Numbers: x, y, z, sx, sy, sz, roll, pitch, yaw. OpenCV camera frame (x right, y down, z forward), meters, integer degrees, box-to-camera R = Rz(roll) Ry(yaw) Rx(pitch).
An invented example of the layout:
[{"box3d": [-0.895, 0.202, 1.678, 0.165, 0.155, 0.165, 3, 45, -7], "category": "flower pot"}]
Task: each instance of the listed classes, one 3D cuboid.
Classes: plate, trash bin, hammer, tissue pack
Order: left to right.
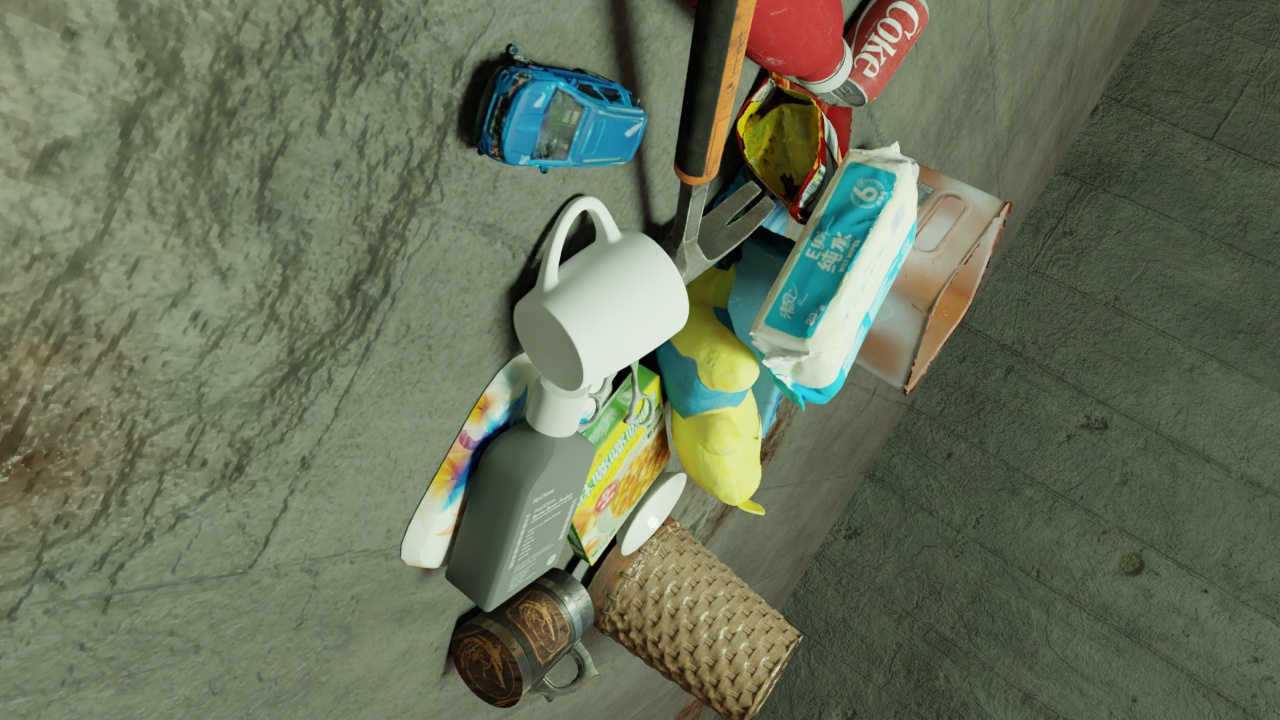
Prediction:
[{"box3d": [-0.091, 0.079, 0.699, 0.187, 0.016, 0.186, -60, 158, 6], "category": "plate"}, {"box3d": [-0.040, 0.222, 1.012, 0.178, 0.012, 0.179, -45, 156, -28], "category": "plate"}, {"box3d": [0.005, 0.151, 0.943, 0.104, 0.026, 0.104, -46, 159, -24], "category": "plate"}, {"box3d": [0.063, 0.282, 1.007, 0.151, 0.210, 0.151, -46, 156, -28], "category": "trash bin"}, {"box3d": [0.047, -0.139, 0.562, 0.137, 0.035, 0.315, -35, 163, -17], "category": "hammer"}, {"box3d": [0.162, -0.069, 0.732, 0.209, 0.066, 0.117, -60, 154, -8], "category": "tissue pack"}, {"box3d": [0.333, -0.104, 1.165, 0.181, 0.157, 0.260, -49, 156, -19], "category": "trash bin"}]

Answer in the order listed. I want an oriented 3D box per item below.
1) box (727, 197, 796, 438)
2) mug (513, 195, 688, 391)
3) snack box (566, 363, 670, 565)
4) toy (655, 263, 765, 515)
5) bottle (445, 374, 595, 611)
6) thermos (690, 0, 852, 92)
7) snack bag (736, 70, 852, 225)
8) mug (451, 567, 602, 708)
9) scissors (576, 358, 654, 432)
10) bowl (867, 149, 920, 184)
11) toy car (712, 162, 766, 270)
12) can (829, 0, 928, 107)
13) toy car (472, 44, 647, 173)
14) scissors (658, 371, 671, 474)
[{"box3d": [0.133, -0.045, 0.913, 0.111, 0.094, 0.232, -43, 154, -38], "category": "box"}, {"box3d": [-0.033, -0.045, 0.589, 0.087, 0.081, 0.114, -36, 120, -30], "category": "mug"}, {"box3d": [-0.023, 0.096, 0.805, 0.131, 0.027, 0.168, -51, 157, -21], "category": "snack box"}, {"box3d": [0.062, 0.033, 0.806, 0.214, 0.084, 0.148, 80, 4, -45], "category": "toy"}, {"box3d": [-0.077, 0.087, 0.647, 0.083, 0.046, 0.174, -26, 143, -53], "category": "bottle"}, {"box3d": [0.093, -0.225, 0.594, 0.073, 0.073, 0.239, -62, 158, 11], "category": "thermos"}, {"box3d": [0.154, -0.167, 0.779, 0.207, 0.067, 0.139, -5, 89, -61], "category": "snack bag"}, {"box3d": [-0.093, 0.258, 0.816, 0.080, 0.116, 0.107, -31, 179, 38], "category": "mug"}, {"box3d": [-0.016, -0.006, 0.706, 0.146, 0.014, 0.142, -24, 119, -37], "category": "scissors"}, {"box3d": [0.246, -0.177, 1.001, 0.116, 0.066, 0.116, -45, 155, -28], "category": "bowl"}, {"box3d": [0.079, -0.123, 0.762, 0.105, 0.032, 0.048, -63, 159, -24], "category": "toy car"}, {"box3d": [0.203, -0.272, 0.793, 0.096, 0.054, 0.054, -56, 159, -4], "category": "can"}, {"box3d": [-0.039, -0.128, 0.487, 0.120, 0.043, 0.056, -18, 136, -58], "category": "toy car"}, {"box3d": [0.004, 0.086, 0.914, 0.225, 0.016, 0.229, -53, 158, -14], "category": "scissors"}]
